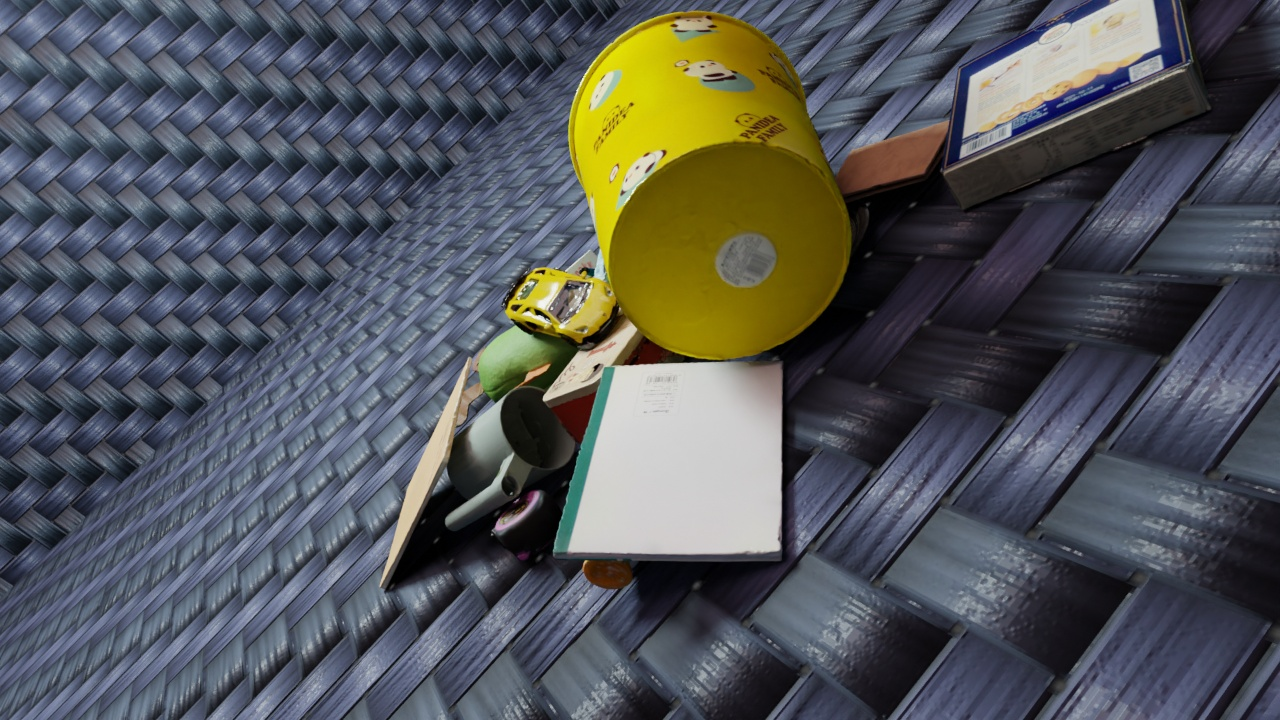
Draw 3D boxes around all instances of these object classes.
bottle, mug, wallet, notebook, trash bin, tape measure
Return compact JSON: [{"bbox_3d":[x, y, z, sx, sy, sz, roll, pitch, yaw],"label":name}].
[{"bbox_3d":[-0.014,0.115,0.675,0.063,0.063,0.108,-28,27,28],"label":"bottle"},{"bbox_3d":[-0.129,0.095,0.848,0.104,0.083,0.123,-34,22,40],"label":"mug"},{"bbox_3d":[0.224,-0.176,0.827,0.101,0.020,0.115,-10,28,40],"label":"wallet"},{"bbox_3d":[-0.216,0.114,0.925,0.147,0.008,0.208,-89,24,-51],"label":"notebook"},{"bbox_3d":[0.029,0.065,0.669,0.150,0.012,0.208,-2,36,11],"label":"notebook"},{"bbox_3d":[0.056,-0.147,0.777,0.230,0.229,0.254,-34,30,17],"label":"trash bin"},{"bbox_3d":[-0.094,0.141,0.785,0.057,0.039,0.058,-46,16,-28],"label":"tape measure"}]

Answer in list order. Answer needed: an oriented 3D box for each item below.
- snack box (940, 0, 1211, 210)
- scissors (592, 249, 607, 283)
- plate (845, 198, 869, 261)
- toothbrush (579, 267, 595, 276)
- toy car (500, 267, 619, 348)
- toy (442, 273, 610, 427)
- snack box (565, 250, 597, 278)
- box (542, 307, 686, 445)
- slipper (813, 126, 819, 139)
[{"bbox_3d":[0.337,-0.218,0.727,0.178,0.046,0.182,-21,31,39],"label":"snack box"},{"bbox_3d":[-0.041,-0.080,0.935,0.057,0.017,0.133,-18,37,20],"label":"scissors"},{"bbox_3d":[0.134,-0.083,0.838,0.180,0.024,0.179,-35,25,19],"label":"plate"},{"bbox_3d":[-0.043,-0.100,1.040,0.014,0.016,0.189,-36,-4,12],"label":"toothbrush"},{"bbox_3d":[-0.077,-0.056,0.891,0.156,0.041,0.071,19,71,50],"label":"toy car"},{"bbox_3d":[-0.101,-0.008,0.988,0.247,0.090,0.226,-25,16,26],"label":"toy"},{"bbox_3d":[-0.084,-0.094,1.125,0.084,0.027,0.157,-41,4,0],"label":"snack box"},{"bbox_3d":[-0.005,0.005,0.853,0.092,0.076,0.167,-20,26,42],"label":"box"},{"bbox_3d":[0.078,-0.174,0.969,0.246,0.104,0.074,-28,20,16],"label":"slipper"}]
